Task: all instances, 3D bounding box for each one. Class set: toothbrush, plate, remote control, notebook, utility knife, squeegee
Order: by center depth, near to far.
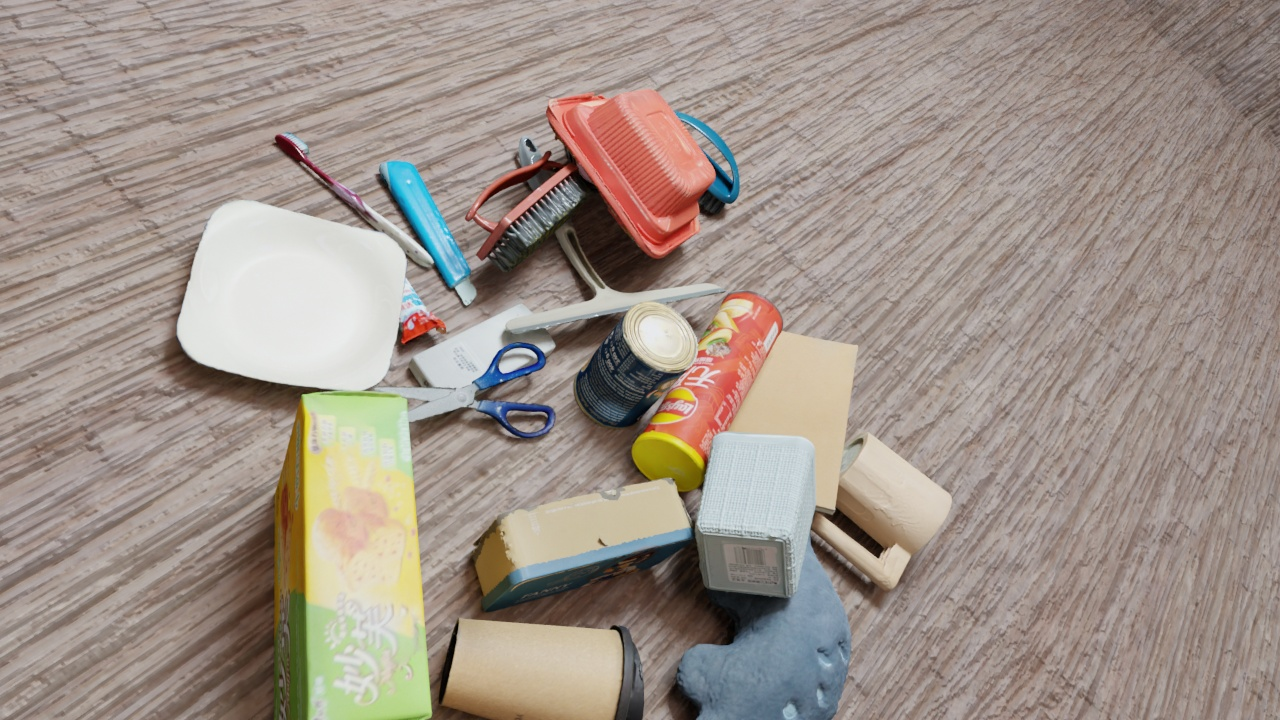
[{"bbox_3d":[-0.283,-0.048,0.756,0.164,0.034,0.163,13,57,-20],"label":"plate"},{"bbox_3d":[-0.139,-0.005,0.827,0.056,0.019,0.134,50,48,8],"label":"remote control"},{"bbox_3d":[-0.265,-0.150,0.856,0.187,0.016,0.017,40,38,0],"label":"toothbrush"},{"bbox_3d":[-0.198,-0.123,0.874,0.034,0.018,0.166,-23,75,-31],"label":"utility knife"},{"bbox_3d":[0.134,0.047,0.922,0.149,0.012,0.210,13,50,7],"label":"notebook"},{"bbox_3d":[-0.074,-0.133,0.941,0.245,0.039,0.246,-14,61,-32],"label":"squeegee"}]

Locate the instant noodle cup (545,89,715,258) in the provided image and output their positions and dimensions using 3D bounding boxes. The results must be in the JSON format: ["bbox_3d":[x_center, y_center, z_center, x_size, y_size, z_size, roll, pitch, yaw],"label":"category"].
[{"bbox_3d":[0.003,-0.205,0.927,0.189,0.079,0.164,52,28,-4],"label":"instant noodle cup"}]

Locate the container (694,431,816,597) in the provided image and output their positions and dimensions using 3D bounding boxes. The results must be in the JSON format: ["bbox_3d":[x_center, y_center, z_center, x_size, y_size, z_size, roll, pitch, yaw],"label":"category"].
[{"bbox_3d":[0.096,0.131,0.769,0.090,0.090,0.111,2,37,16],"label":"container"}]

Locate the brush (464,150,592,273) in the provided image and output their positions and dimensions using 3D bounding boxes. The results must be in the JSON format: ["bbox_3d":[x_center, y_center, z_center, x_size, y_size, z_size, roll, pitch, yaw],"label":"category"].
[{"bbox_3d":[-0.104,-0.151,0.871,0.069,0.063,0.145,44,47,-5],"label":"brush"}]

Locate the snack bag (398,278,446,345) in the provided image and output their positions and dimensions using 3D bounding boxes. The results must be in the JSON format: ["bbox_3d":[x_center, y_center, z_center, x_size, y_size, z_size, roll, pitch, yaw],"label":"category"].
[{"bbox_3d":[-0.215,-0.057,0.813,0.045,0.026,0.105,-31,75,-26],"label":"snack bag"}]

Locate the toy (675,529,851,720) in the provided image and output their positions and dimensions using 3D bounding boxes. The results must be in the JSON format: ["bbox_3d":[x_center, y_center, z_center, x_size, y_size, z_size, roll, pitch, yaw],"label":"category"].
[{"bbox_3d":[0.106,0.240,0.769,0.138,0.092,0.355,18,45,16],"label":"toy"}]

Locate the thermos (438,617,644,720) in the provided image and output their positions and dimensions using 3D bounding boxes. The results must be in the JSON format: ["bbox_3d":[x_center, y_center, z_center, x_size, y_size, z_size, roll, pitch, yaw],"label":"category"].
[{"bbox_3d":[-0.069,0.232,0.667,0.143,0.093,0.092,14,53,-13],"label":"thermos"}]

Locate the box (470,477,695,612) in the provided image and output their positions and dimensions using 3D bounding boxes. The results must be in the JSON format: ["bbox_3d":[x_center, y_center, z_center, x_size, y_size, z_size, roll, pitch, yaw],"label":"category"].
[{"bbox_3d":[-0.051,0.147,0.732,0.184,0.090,0.059,-10,66,-32],"label":"box"}]

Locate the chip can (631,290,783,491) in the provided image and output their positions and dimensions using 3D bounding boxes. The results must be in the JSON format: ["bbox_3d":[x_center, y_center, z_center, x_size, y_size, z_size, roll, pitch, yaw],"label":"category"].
[{"bbox_3d":[0.070,0.024,0.884,0.073,0.073,0.216,37,54,-4],"label":"chip can"}]

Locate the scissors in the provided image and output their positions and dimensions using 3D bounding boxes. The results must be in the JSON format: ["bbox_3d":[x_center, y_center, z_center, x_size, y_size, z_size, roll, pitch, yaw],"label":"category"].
[{"bbox_3d":[-0.143,0.022,0.783,0.169,0.012,0.146,32,61,-29],"label":"scissors"}]

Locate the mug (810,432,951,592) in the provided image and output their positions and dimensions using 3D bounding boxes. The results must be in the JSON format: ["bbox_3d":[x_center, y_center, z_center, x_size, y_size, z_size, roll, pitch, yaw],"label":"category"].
[{"bbox_3d":[0.231,0.147,0.907,0.103,0.084,0.124,39,63,0],"label":"mug"}]

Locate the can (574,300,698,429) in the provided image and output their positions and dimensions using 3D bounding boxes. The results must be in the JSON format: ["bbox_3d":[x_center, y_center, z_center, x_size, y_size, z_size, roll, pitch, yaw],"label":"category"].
[{"bbox_3d":[-0.005,0.005,0.838,0.075,0.111,0.075,15,53,-21],"label":"can"}]

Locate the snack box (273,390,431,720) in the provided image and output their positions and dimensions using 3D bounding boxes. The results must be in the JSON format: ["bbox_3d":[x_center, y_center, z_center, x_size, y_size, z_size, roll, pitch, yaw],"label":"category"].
[{"bbox_3d":[-0.195,0.147,0.598,0.070,0.158,0.209,4,58,-27],"label":"snack box"}]

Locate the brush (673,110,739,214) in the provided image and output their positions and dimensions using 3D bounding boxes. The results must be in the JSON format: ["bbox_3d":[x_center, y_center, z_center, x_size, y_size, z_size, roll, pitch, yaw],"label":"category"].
[{"bbox_3d":[0.062,-0.236,1.058,0.144,0.074,0.055,42,37,-13],"label":"brush"}]

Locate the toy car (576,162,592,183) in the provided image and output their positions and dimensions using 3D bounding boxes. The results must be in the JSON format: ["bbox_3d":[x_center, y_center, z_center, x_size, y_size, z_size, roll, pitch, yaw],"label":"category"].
[{"bbox_3d":[-0.046,-0.237,1.008,0.056,0.037,0.122,15,51,-26],"label":"toy car"}]

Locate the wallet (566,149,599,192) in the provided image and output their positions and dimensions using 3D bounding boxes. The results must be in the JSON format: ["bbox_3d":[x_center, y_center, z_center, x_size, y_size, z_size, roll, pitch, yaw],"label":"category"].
[{"bbox_3d":[-0.040,-0.240,1.046,0.096,0.020,0.122,-1,61,-25],"label":"wallet"}]
